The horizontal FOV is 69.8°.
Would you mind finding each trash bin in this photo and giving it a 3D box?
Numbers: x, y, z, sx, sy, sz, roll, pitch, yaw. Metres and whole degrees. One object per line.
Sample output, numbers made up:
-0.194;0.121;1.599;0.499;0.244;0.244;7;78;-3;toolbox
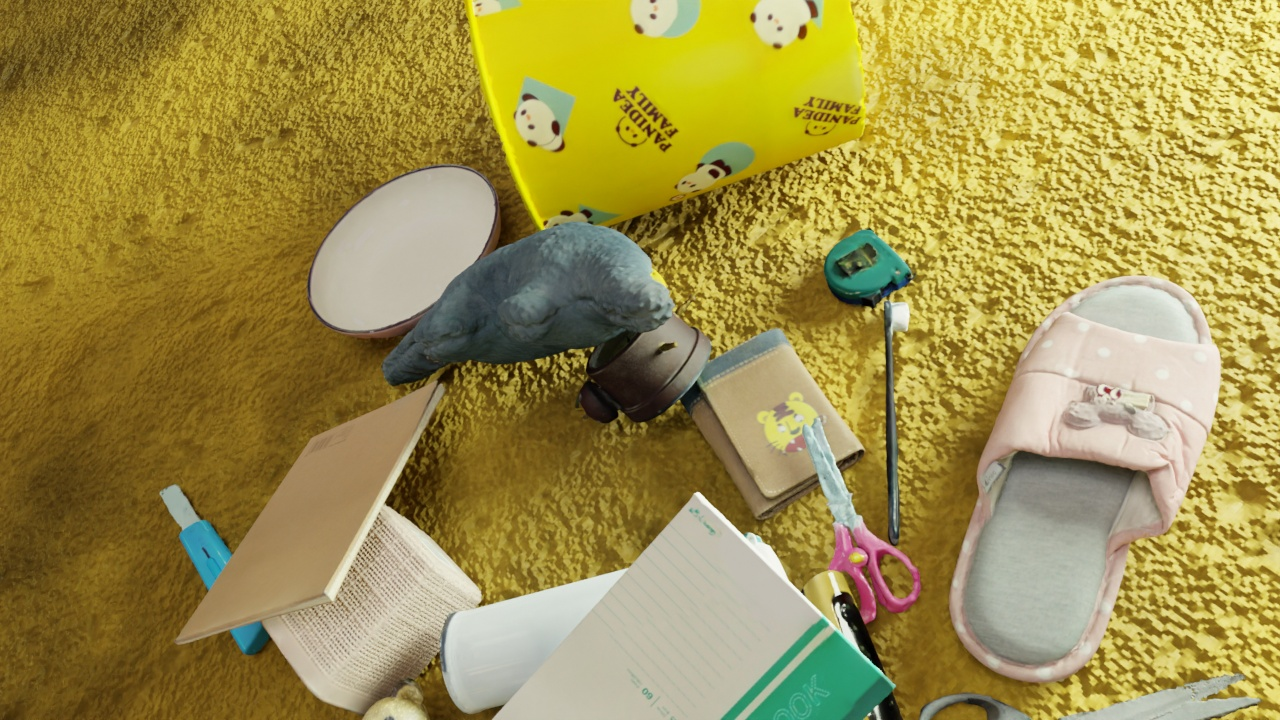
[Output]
0.025;-0.228;0.711;0.255;0.230;0.229;-13;58;8;trash bin

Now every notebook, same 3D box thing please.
-0.237;0.106;0.675;0.150;0.012;0.210;-21;30;25;notebook
0.019;0.202;0.528;0.150;0.012;0.209;43;103;17;notebook

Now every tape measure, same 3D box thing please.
0.164;-0.068;0.675;0.054;0.025;0.058;-34;55;0;tape measure

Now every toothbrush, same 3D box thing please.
0.172;0.037;0.620;0.018;0.016;0.180;2;62;13;toothbrush

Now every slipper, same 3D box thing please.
0.263;0.058;0.548;0.114;0.054;0.274;21;72;30;slipper

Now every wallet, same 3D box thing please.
0.089;0.042;0.641;0.090;0.033;0.115;-31;59;2;wallet

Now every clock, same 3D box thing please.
-0.004;0.004;0.670;0.122;0.055;0.081;-33;23;37;clock

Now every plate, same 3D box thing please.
-0.205;-0.093;0.819;0.193;0.039;0.192;-13;52;17;plate

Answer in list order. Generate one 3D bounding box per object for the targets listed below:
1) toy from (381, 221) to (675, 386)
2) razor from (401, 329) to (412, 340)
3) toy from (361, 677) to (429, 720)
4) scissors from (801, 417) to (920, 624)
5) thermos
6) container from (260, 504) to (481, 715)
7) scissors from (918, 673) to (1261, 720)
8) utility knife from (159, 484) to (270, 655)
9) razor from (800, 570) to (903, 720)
-0.078;-0.038;0.663;0.357;0.091;0.137;-12;26;48;toy
-0.130;-0.034;0.775;0.143;0.022;0.042;-11;29;17;razor
-0.129;0.280;0.573;0.105;0.066;0.157;-47;65;19;toy
0.134;0.097;0.584;0.064;0.017;0.135;-19;71;18;scissors
-0.013;0.171;0.588;0.224;0.073;0.073;-17;57;12;thermos
-0.184;0.173;0.643;0.090;0.090;0.110;35;76;33;container
0.238;0.196;0.505;0.142;0.014;0.173;34;79;32;scissors
-0.355;0.163;0.757;0.034;0.018;0.203;-48;55;-8;utility knife
0.128;0.201;0.518;0.068;0.062;0.167;-48;44;41;razor
